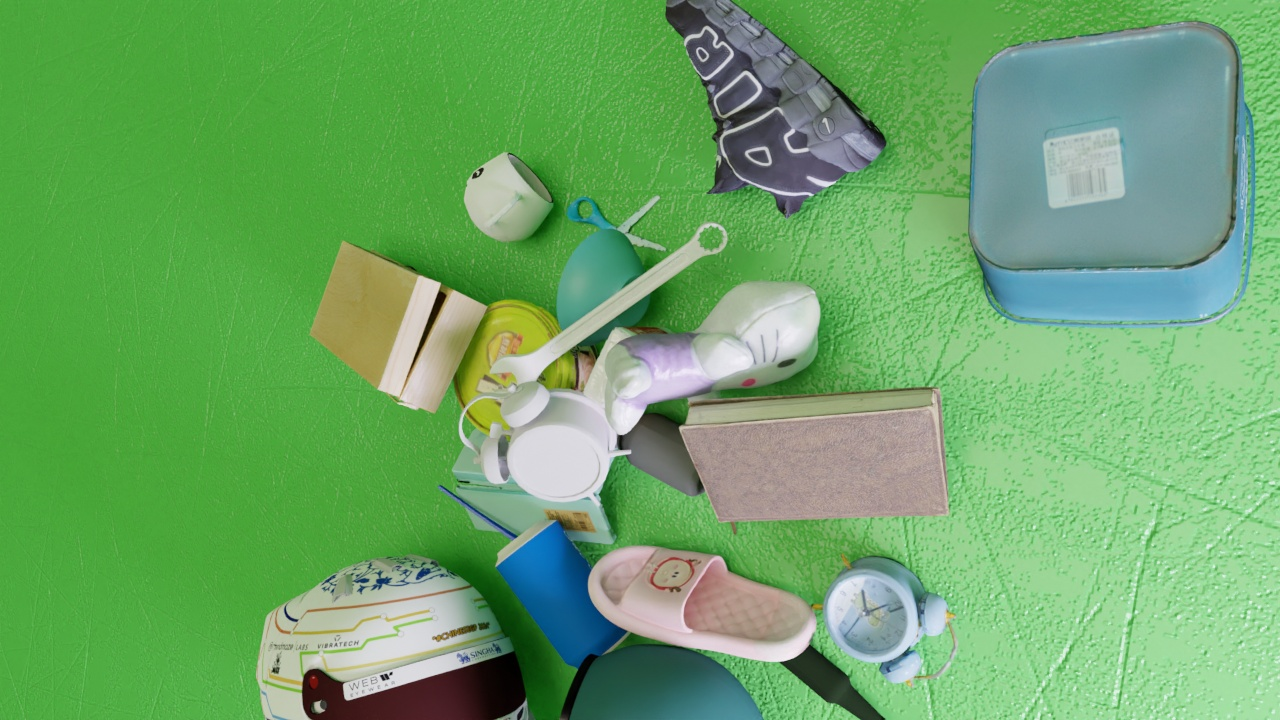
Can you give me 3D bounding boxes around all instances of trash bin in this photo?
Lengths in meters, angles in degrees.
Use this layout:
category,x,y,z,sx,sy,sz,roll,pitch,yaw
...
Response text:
category,x,y,z,sx,sy,sz,roll,pitch,yaw
trash bin,0.335,-0.127,0.662,0.199,0.218,0.196,1,90,29

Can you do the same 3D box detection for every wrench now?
category,x,y,z,sx,sy,sz,roll,pitch,yaw
wrench,-0.033,-0.045,0.870,0.274,0.009,0.047,-34,108,12

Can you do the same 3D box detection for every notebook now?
category,x,y,z,sx,sy,sz,roll,pitch,yaw
notebook,0.157,0.101,0.809,0.216,0.190,0.034,-5,44,18

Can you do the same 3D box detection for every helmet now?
category,x,y,z,sx,sy,sz,roll,pitch,yaw
helmet,0.026,0.402,0.846,0.200,0.176,0.275,11,103,12
helmet,-0.256,0.326,0.966,0.315,0.230,0.236,-6,83,33

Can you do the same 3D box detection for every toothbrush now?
category,x,y,z,sx,sy,sz,roll,pitch,yaw
toothbrush,-0.147,0.189,1.008,0.187,0.016,0.011,34,97,9

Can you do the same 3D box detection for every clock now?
category,x,y,z,sx,sy,sz,roll,pitch,yaw
clock,-0.096,0.075,0.884,0.159,0.061,0.120,22,122,-11
clock,0.219,0.229,0.813,0.124,0.051,0.089,33,102,25

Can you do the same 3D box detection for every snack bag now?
category,x,y,z,sx,sy,sz,roll,pitch,yaw
snack bag,-0.005,0.005,0.902,0.036,0.115,0.077,31,104,20

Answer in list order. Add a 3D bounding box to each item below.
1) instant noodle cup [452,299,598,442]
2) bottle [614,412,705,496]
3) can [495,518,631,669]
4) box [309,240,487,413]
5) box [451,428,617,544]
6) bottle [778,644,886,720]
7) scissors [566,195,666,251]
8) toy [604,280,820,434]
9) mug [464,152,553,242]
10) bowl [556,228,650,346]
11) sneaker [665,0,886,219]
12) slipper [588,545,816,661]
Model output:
category,x,y,z,sx,sy,sz,roll,pitch,yaw
instant noodle cup,-0.116,0.011,0.971,0.146,0.097,0.146,-1,88,28
bottle,0.024,0.089,0.916,0.108,0.060,0.060,26,101,26
can,-0.080,0.240,0.947,0.079,0.078,0.146,-40,83,22
box,-0.279,-0.046,1.003,0.249,0.092,0.128,25,86,53
box,-0.109,0.134,1.005,0.188,0.078,0.113,-1,117,30
bottle,0.175,0.297,0.847,0.123,0.033,0.033,36,106,23
scissors,-0.030,-0.125,0.977,0.127,0.014,0.127,18,94,23
toy,0.064,-0.006,0.818,0.209,0.138,0.085,-19,67,-12
mug,-0.146,-0.166,0.979,0.076,0.123,0.090,-40,107,14
bowl,-0.025,-0.065,0.906,0.046,0.121,0.121,22,100,34
sneaker,0.094,-0.232,0.867,0.252,0.097,0.151,46,112,15
slipper,0.058,0.223,0.872,0.222,0.106,0.056,12,124,23
